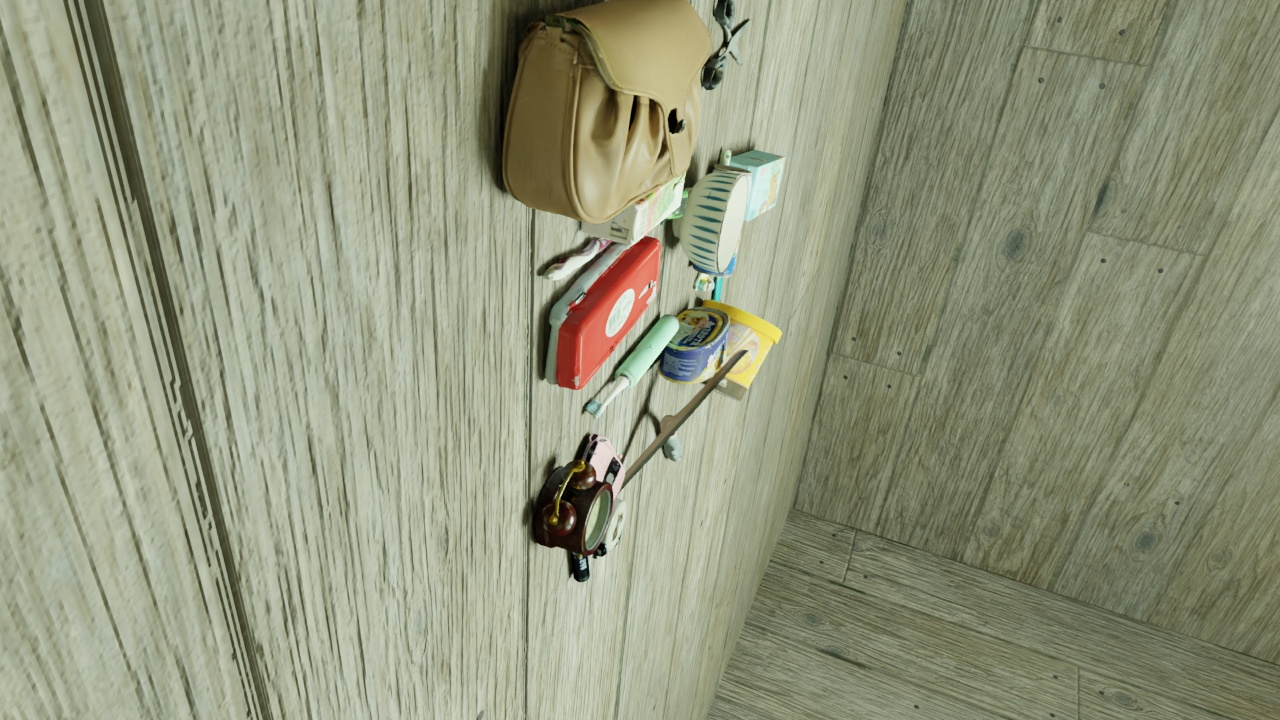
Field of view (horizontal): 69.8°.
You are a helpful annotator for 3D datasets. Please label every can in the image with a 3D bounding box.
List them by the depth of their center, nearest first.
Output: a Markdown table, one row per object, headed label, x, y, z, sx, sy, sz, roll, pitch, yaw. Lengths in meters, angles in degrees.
| label | x | y | z | sx | sy | sz | roll | pitch | yaw |
| --- | --- | --- | --- | --- | --- | --- | --- | --- | --- |
| can | 0.104 | -0.177 | 1.165 | 0.053 | 0.053 | 0.135 | -38 | 141 | -64 |
| can | 0.069 | -0.022 | 1.168 | 0.147 | 0.075 | 0.049 | -47 | 145 | -59 |

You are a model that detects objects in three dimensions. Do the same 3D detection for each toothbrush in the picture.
| label | x | y | z | sx | sy | sz | roll | pitch | yaw |
| --- | --- | --- | --- | --- | --- | --- | --- | --- | --- |
| toothbrush | -0.042 | -0.104 | 0.818 | 0.187 | 0.016 | 0.017 | -45 | 140 | -59 |
| toothbrush | -0.006 | 0.006 | 1.027 | 0.027 | 0.027 | 0.223 | -49 | -179 | 37 |
| toothbrush | 0.097 | -0.182 | 1.202 | 0.020 | 0.029 | 0.190 | -132 | -134 | -58 |

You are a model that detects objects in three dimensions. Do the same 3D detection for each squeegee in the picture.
| label | x | y | z | sx | sy | sz | roll | pitch | yaw |
| --- | --- | --- | --- | --- | --- | --- | --- | --- | --- |
| squeegee | 0.044 | 0.101 | 1.251 | 0.247 | 0.040 | 0.250 | -47 | 167 | -12 |

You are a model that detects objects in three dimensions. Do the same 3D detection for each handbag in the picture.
| label | x | y | z | sx | sy | sz | roll | pitch | yaw |
| --- | --- | --- | --- | --- | --- | --- | --- | --- | --- |
| handbag | -0.013 | -0.185 | 0.669 | 0.203 | 0.100 | 0.148 | -45 | 144 | -50 |

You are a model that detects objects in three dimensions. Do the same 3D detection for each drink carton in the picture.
| label | x | y | z | sx | sy | sz | roll | pitch | yaw |
| --- | --- | --- | --- | --- | --- | --- | --- | --- | --- |
| drink carton | -0.005 | -0.145 | 0.832 | 0.122 | 0.053 | 0.046 | -48 | 152 | -56 |

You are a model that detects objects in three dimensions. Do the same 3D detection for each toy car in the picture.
| label | x | y | z | sx | sy | sz | roll | pitch | yaw |
| --- | --- | --- | --- | --- | --- | --- | --- | --- | --- |
| toy car | 0.021 | -0.162 | 0.937 | 0.091 | 0.036 | 0.043 | -24 | 130 | -64 |
| toy car | -0.041 | 0.124 | 1.008 | 0.122 | 0.037 | 0.056 | 72 | 36 | -61 |

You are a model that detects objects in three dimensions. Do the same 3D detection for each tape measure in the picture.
| label | x | y | z | sx | sy | sz | roll | pitch | yaw |
| --- | --- | --- | --- | --- | --- | --- | --- | --- | --- |
| tape measure | -0.042 | 0.192 | 1.077 | 0.065 | 0.033 | 0.066 | -26 | 130 | -71 |

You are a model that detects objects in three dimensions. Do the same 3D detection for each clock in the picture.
| label | x | y | z | sx | sy | sz | roll | pitch | yaw |
| --- | --- | --- | --- | --- | --- | --- | --- | --- | --- |
| clock | -0.067 | 0.145 | 0.905 | 0.122 | 0.055 | 0.081 | 78 | 33 | -56 |

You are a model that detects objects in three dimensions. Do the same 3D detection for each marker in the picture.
| label | x | y | z | sx | sy | sz | roll | pitch | yaw |
| --- | --- | --- | --- | --- | --- | --- | --- | --- | --- |
| marker | -0.070 | 0.203 | 1.021 | 0.022 | 0.020 | 0.132 | -94 | -178 | -46 |

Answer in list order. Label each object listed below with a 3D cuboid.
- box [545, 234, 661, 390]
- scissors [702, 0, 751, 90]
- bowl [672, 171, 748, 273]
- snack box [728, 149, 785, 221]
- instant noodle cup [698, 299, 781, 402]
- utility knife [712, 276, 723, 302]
| label | x | y | z | sx | sy | sz | roll | pitch | yaw |
| --- | --- | --- | --- | --- | --- | --- | --- | --- | --- |
| box | -0.035 | -0.055 | 0.860 | 0.200 | 0.047 | 0.087 | -53 | 154 | -51 |
| scissors | 0.102 | -0.366 | 1.053 | 0.159 | 0.014 | 0.177 | 81 | 27 | -61 |
| bowl | 0.077 | -0.165 | 1.065 | 0.116 | 0.066 | 0.116 | 17 | 89 | -75 |
| snack box | 0.153 | -0.244 | 1.267 | 0.174 | 0.052 | 0.074 | -40 | 144 | -64 |
| instant noodle cup | 0.121 | -0.012 | 1.290 | 0.114 | 0.118 | 0.118 | -66 | 164 | 0 |
| utility knife | 0.112 | -0.066 | 1.374 | 0.029 | 0.013 | 0.187 | -52 | 154 | -51 |
